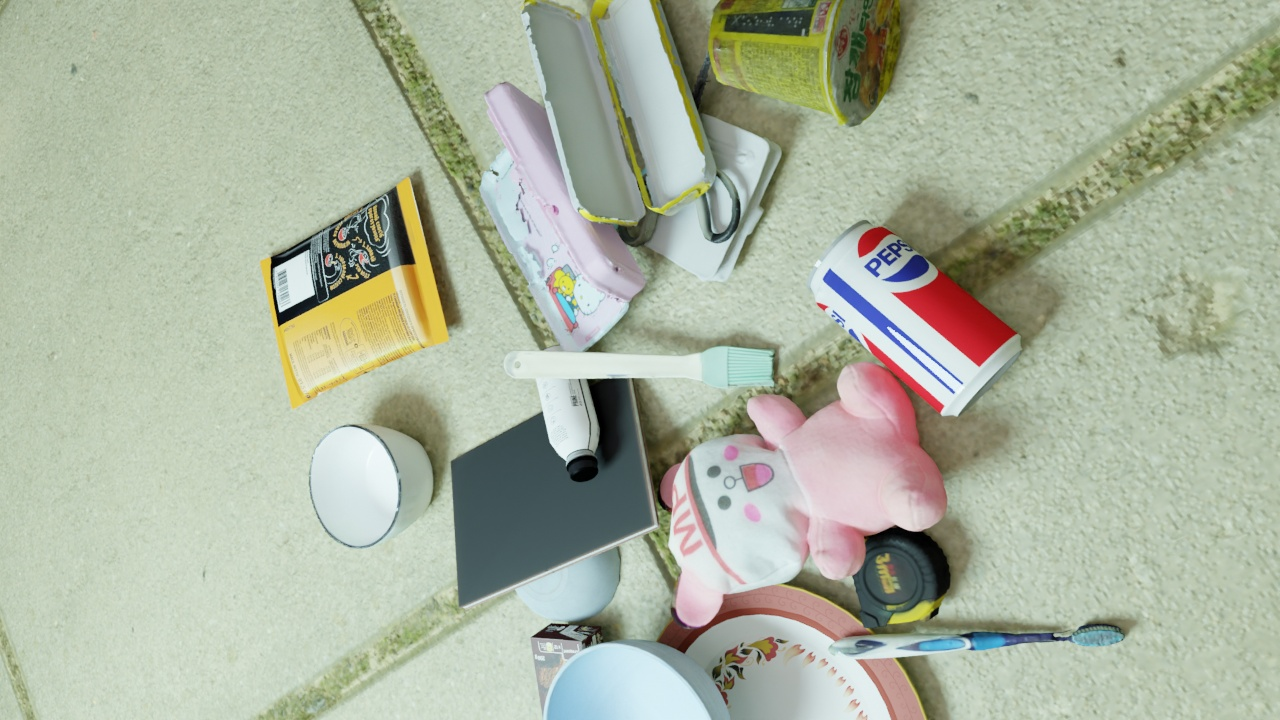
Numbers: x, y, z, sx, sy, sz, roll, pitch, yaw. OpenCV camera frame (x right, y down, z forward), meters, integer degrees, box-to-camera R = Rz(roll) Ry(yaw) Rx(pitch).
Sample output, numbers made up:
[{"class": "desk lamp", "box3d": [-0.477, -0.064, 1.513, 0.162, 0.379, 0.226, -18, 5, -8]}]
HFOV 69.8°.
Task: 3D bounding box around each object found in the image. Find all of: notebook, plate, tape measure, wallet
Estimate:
[{"class": "notebook", "box3d": [-0.080, 0.108, 0.768, 0.210, 0.008, 0.141, -28, 55, 27]}, {"class": "plate", "box3d": [0.105, 0.280, 0.693, 0.230, 0.021, 0.230, 1, 93, 29]}, {"class": "tape measure", "box3d": [0.181, 0.147, 0.638, 0.063, 0.038, 0.067, -20, 79, 37]}, {"class": "wallet", "box3d": [0.056, -0.124, 0.703, 0.086, 0.032, 0.116, 39, 112, 34]}]

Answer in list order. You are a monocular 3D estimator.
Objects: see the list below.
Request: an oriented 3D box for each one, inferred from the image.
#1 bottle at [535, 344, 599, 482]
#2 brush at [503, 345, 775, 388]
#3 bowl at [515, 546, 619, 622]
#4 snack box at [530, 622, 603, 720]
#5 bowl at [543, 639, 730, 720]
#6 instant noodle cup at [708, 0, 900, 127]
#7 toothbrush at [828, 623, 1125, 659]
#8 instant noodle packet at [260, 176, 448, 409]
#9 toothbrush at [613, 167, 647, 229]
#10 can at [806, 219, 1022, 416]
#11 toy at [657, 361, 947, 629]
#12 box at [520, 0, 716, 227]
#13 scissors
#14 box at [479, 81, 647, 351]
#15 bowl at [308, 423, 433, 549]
[{"class": "bottle", "box3d": [-0.057, 0.044, 0.742, 0.041, 0.041, 0.116, -35, 52, 25]}, {"class": "brush", "box3d": [-0.004, 0.004, 0.718, 0.218, 0.012, 0.033, 1, 92, 13]}, {"class": "bowl", "box3d": [-0.073, 0.173, 0.779, 0.106, 0.039, 0.106, 1, 93, 29]}, {"class": "snack box", "box3d": [-0.052, 0.295, 0.768, 0.051, 0.031, 0.141, -5, 95, 29]}, {"class": "bowl", "box3d": [0.009, 0.277, 0.691, 0.151, 0.074, 0.150, 1, 93, 29]}, {"class": "instant noodle cup", "box3d": [0.110, -0.219, 0.636, 0.108, 0.102, 0.102, 20, 101, 37]}, {"class": "toothbrush", "box3d": [0.219, 0.189, 0.613, 0.189, 0.017, 0.016, -10, 81, 20]}, {"class": "instant noodle packet", "box3d": [-0.284, -0.060, 0.892, 0.221, 0.032, 0.159, -21, 80, 28]}, {"class": "toothbrush", "box3d": [-0.028, -0.109, 0.757, 0.181, 0.016, 0.016, -50, 61, 22]}, {"class": "can", "box3d": [0.180, -0.029, 0.611, 0.132, 0.070, 0.070, 45, 112, 20]}, {"class": "toy", "box3d": [0.103, 0.097, 0.650, 0.214, 0.084, 0.141, -30, 55, 22]}, {"class": "box", "box3d": [-0.021, -0.206, 0.689, 0.084, 0.080, 0.210, -33, 64, 39]}, {"class": "scissors", "box3d": [0.029, -0.152, 0.697, 0.169, 0.012, 0.157, -49, 60, 28]}, {"class": "box", "box3d": [-0.083, -0.111, 0.737, 0.103, 0.100, 0.201, -37, 67, 18]}, {"class": "bowl", "box3d": [-0.246, 0.114, 0.859, 0.116, 0.065, 0.116, 1, 92, 29]}]
